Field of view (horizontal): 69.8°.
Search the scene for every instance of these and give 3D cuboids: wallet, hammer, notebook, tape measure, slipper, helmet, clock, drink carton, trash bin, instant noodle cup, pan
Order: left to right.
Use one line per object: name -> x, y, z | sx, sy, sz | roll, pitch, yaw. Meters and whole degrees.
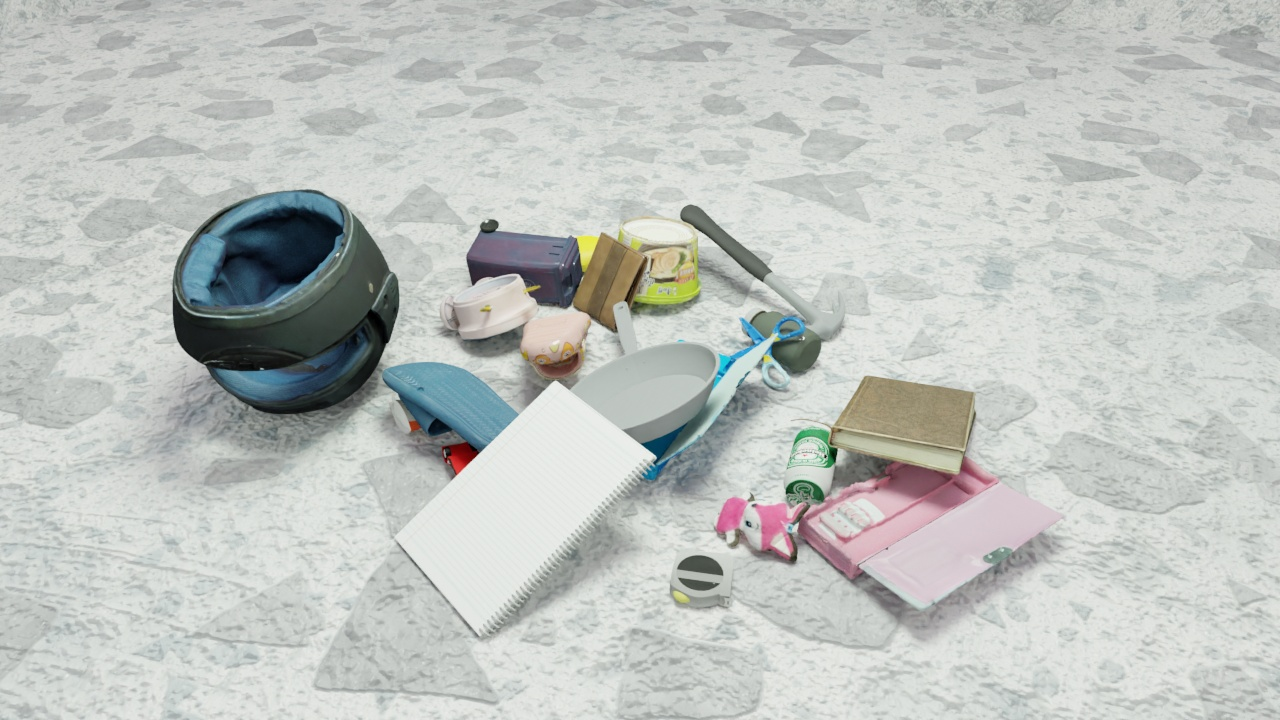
helmet -> -0.428, -0.049, 1.130 | 0.249, 0.236, 0.315 | -4, 37, -5
drink carton -> -0.247, 0.055, 1.165 | 0.122, 0.039, 0.069 | -17, 38, -33
slipper -> -0.219, 0.059, 1.104 | 0.214, 0.059, 0.103 | 30, 30, 25
clock -> -0.219, -0.078, 1.303 | 0.116, 0.059, 0.158 | -32, 23, -33
notebook -> -0.123, 0.147, 0.965 | 0.245, 0.013, 0.178 | -45, 50, -13
trash bin -> -0.172, -0.144, 1.392 | 0.161, 0.094, 0.092 | 7, 45, 12
slipper -> -0.106, -0.013, 1.214 | 0.093, 0.081, 0.197 | -12, 11, 1
wallet -> -0.045, -0.115, 1.338 | 0.099, 0.121, 0.026 | 33, 19, 37
pan -> -0.007, 0.007, 1.147 | 0.201, 0.051, 0.356 | -20, 23, 3
instant noodle cup -> 0.024, -0.155, 1.385 | 0.146, 0.098, 0.146 | 5, 26, -3
tape measure -> 0.064, 0.224, 0.939 | 0.065, 0.017, 0.064 | 6, 35, 7
hammer -> 0.177, -0.139, 1.372 | 0.124, 0.030, 0.311 | -27, 60, -37
notebook -> 0.299, 0.066, 1.099 | 0.190, 0.034, 0.214 | 11, 20, 20

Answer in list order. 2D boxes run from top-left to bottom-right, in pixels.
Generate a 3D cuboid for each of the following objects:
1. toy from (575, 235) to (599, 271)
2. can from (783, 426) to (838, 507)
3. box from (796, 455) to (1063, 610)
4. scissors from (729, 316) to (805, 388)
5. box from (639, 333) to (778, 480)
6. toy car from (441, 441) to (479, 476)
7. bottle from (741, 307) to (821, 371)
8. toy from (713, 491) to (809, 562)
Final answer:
toy -> -0.093, -0.174, 1.480 | 0.094, 0.041, 0.095 | 19, 39, 31
can -> 0.196, 0.121, 1.055 | 0.053, 0.053, 0.100 | 11, 36, 14
box -> 0.310, 0.177, 0.990 | 0.232, 0.039, 0.179 | -20, 36, -27
scissors -> 0.170, -0.012, 1.233 | 0.126, 0.127, 0.015 | -20, -23, 37
box -> 0.065, 0.055, 1.137 | 0.171, 0.071, 0.242 | -5, 28, 36
toy car -> -0.202, 0.125, 1.069 | 0.038, 0.025, 0.089 | -10, 39, -26
bottle -> 0.192, -0.032, 1.264 | 0.060, 0.060, 0.108 | -26, 43, -32
toy -> 0.125, 0.171, 0.982 | 0.102, 0.050, 0.065 | 8, 69, 28
